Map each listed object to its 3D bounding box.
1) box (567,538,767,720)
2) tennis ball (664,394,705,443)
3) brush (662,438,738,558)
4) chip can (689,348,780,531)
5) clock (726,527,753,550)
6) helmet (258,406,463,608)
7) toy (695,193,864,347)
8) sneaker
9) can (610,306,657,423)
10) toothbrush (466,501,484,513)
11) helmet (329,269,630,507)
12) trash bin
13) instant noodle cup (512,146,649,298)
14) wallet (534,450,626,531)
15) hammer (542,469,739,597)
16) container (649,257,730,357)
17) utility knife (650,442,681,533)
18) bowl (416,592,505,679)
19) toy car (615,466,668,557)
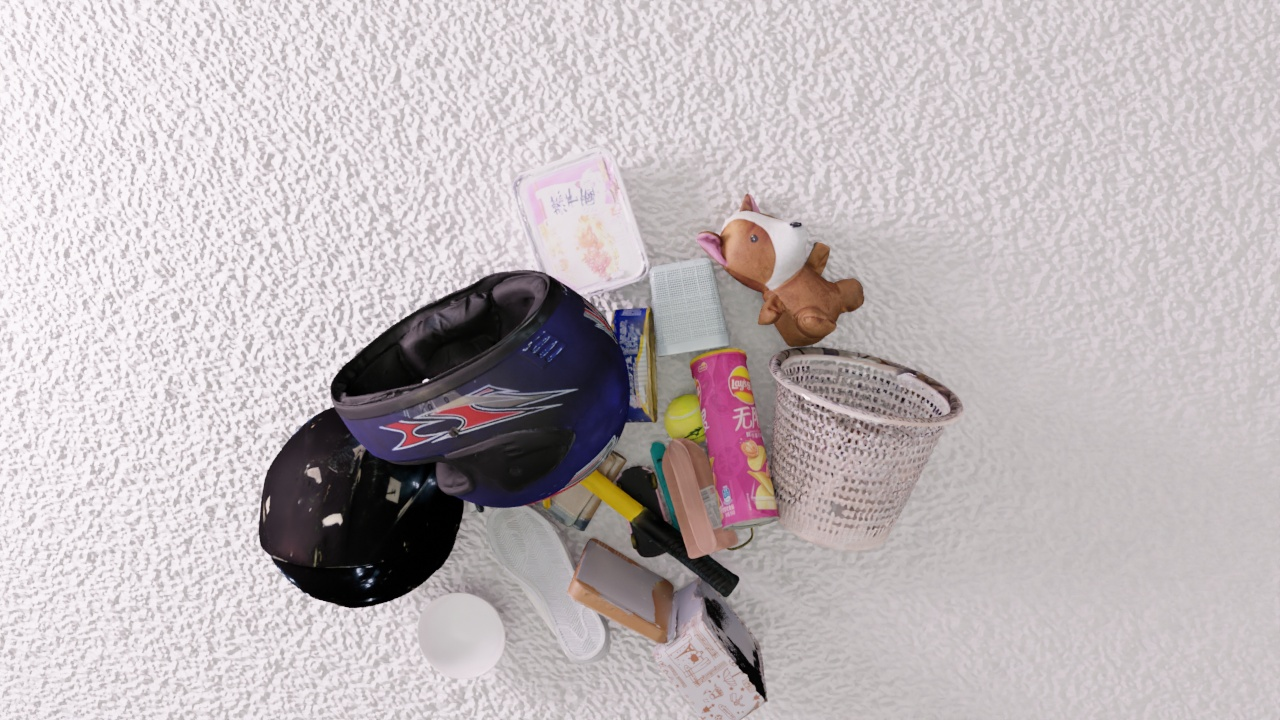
[{"bbox_3d":[0.034,0.321,1.144,0.105,0.178,0.260,-40,92,7],"label":"box"},{"bbox_3d":[0.063,0.076,1.171,0.065,0.065,0.065,1,96,5],"label":"tennis ball"},{"bbox_3d":[0.067,0.164,1.120,0.063,0.073,0.145,-20,79,10],"label":"brush"},{"bbox_3d":[0.113,0.095,1.105,0.071,0.071,0.210,-12,71,6],"label":"chip can"},{"bbox_3d":[0.102,0.187,1.185,0.082,0.055,0.122,-29,90,7],"label":"clock"},{"bbox_3d":[-0.351,0.169,1.147,0.233,0.230,0.274,3,77,3],"label":"helmet"},{"bbox_3d":[0.171,-0.112,1.116,0.199,0.139,0.131,46,137,7],"label":"toy"},{"bbox_3d":[-0.112,0.288,1.201,0.089,0.091,0.242,-36,66,-5],"label":"sneaker"},{"bbox_3d":[-0.007,0.007,1.166,0.049,0.074,0.148,-2,96,8],"label":"can"},{"bbox_3d":[-0.249,0.122,1.228,0.018,0.015,0.181,-18,95,15],"label":"toothbrush"},{"bbox_3d":[-0.164,0.053,1.065,0.316,0.247,0.240,-23,120,8],"label":"helmet"},{"bbox_3d":[0.246,0.110,1.100,0.227,0.227,0.192,12,110,3],"label":"trash bin"},{"bbox_3d":[-0.073,-0.167,1.159,0.138,0.060,0.173,-17,93,7],"label":"instant noodle cup"},{"bbox_3d":[-0.084,0.157,1.211,0.090,0.033,0.115,33,94,2],"label":"wallet"},{"bbox_3d":[-0.003,0.198,1.171,0.301,0.033,0.129,37,93,4],"label":"hammer"},{"bbox_3d":[0.059,-0.067,1.145,0.090,0.090,0.111,-9,93,5],"label":"container"},{"bbox_3d":[0.042,0.179,1.206,0.029,0.013,0.151,-21,95,-33],"label":"utility knife"},{"bbox_3d":[-0.232,0.357,1.228,0.118,0.064,0.118,0,95,5],"label":"bowl"},{"bbox_3d":[0.006,0.198,1.205,0.056,0.037,0.122,-15,89,3],"label":"toy car"}]
